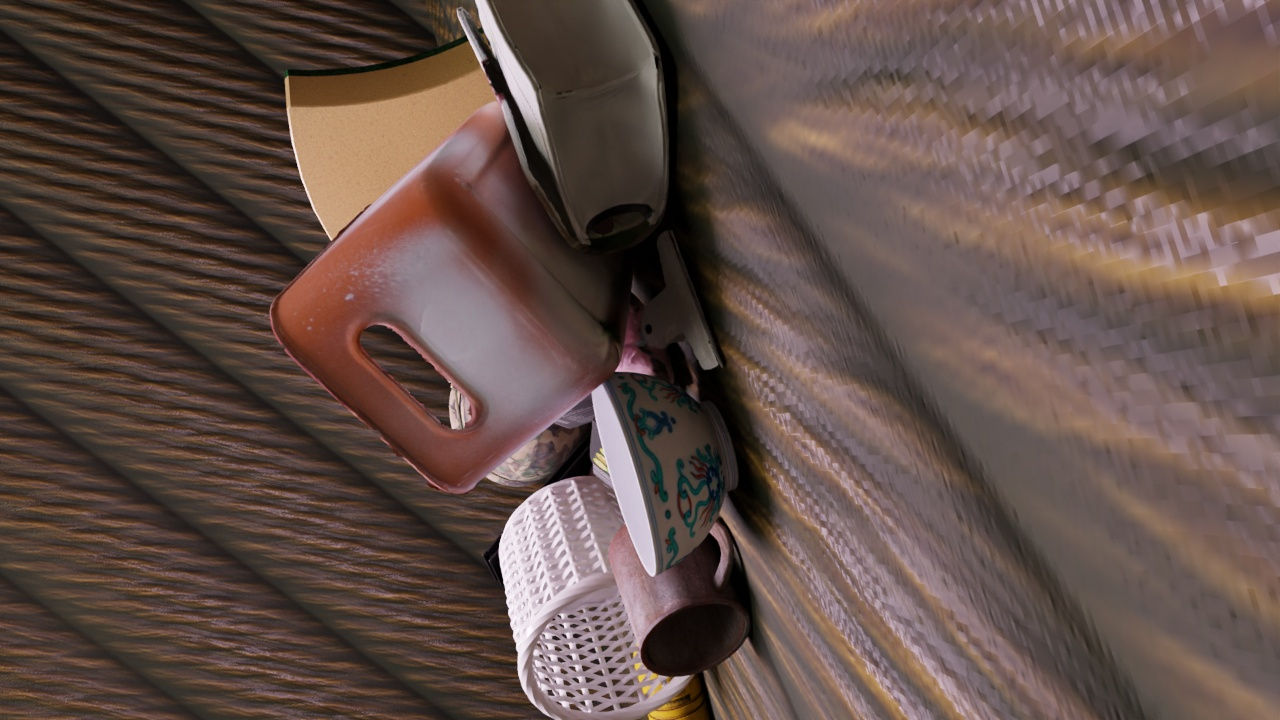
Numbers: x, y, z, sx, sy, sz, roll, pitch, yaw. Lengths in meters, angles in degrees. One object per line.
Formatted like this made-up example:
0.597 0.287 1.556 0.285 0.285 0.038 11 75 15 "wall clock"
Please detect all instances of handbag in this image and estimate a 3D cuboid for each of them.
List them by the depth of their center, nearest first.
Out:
-0.053 -0.183 0.604 0.142 0.096 0.198 86 163 -54 "handbag"

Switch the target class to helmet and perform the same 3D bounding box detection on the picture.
-0.142 0.048 1.176 0.237 0.192 0.224 145 139 -64 "helmet"

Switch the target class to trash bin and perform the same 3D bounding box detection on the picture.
-0.112 -0.060 0.659 0.181 0.158 0.259 47 -159 -18 "trash bin"

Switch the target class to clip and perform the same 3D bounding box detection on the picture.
0.023 -0.030 0.611 0.054 0.040 0.101 123 133 -60 "clip"

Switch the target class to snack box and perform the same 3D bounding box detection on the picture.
-0.007 0.099 0.875 0.080 0.025 0.148 36 158 14 "snack box"

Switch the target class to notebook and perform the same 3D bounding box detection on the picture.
-0.105 0.173 1.141 0.019 0.231 0.169 37 160 12 "notebook"

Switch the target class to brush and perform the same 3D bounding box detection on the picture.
-0.184 -0.196 0.857 0.075 0.250 0.195 -115 10 -45 "brush"

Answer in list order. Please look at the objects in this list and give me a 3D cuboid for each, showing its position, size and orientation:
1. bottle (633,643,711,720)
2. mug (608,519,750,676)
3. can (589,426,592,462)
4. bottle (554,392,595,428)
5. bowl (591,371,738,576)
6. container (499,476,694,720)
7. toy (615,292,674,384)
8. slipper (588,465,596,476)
0.036 0.375 1.059 0.071 0.071 0.164 -163 58 -79 "bottle"
0.035 0.171 0.733 0.123 0.096 0.110 -59 38 24 "mug"
-0.028 0.089 1.007 0.138 0.054 0.054 102 150 -70 "can"
-0.057 0.022 0.841 0.174 0.084 0.046 38 -147 -76 "bottle"
0.022 0.069 0.637 0.144 0.074 0.144 164 91 -80 "bowl"
-0.047 0.248 0.969 0.186 0.189 0.189 -122 19 -61 "container"
-0.004 0.004 0.741 0.096 0.052 0.099 104 147 -57 "toy"
-0.030 0.199 1.170 0.240 0.064 0.094 111 141 -52 "slipper"
